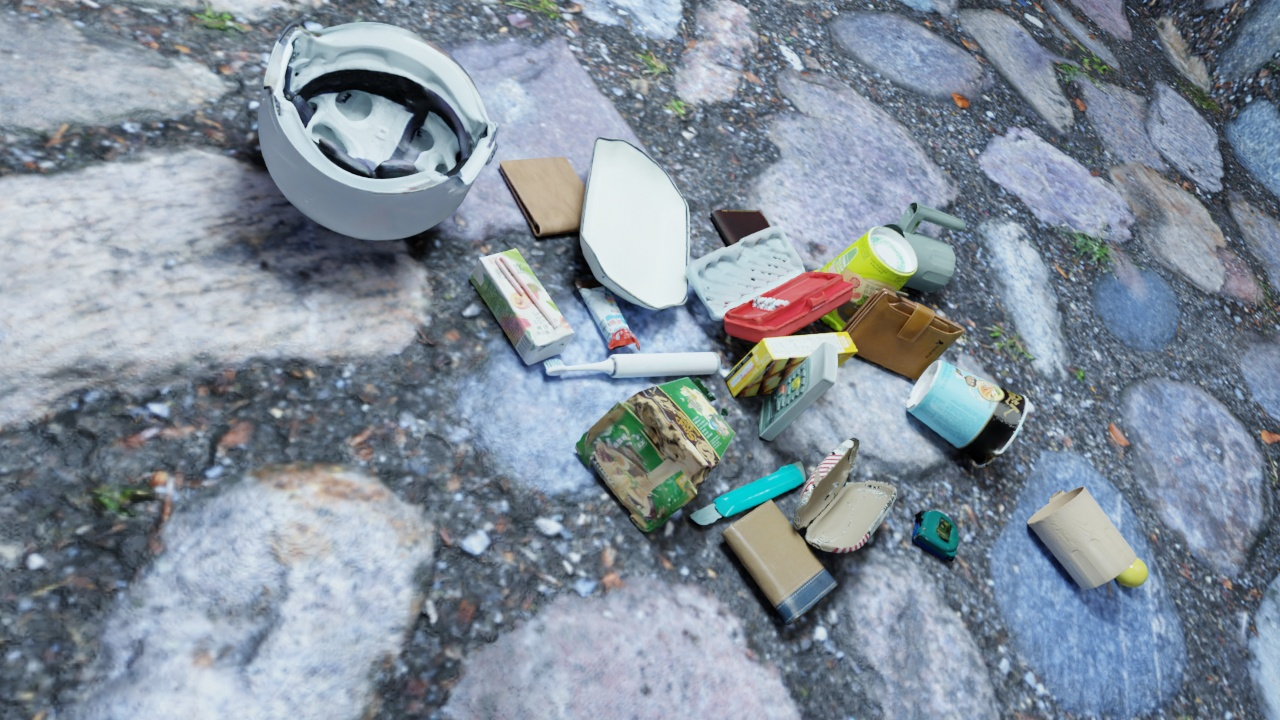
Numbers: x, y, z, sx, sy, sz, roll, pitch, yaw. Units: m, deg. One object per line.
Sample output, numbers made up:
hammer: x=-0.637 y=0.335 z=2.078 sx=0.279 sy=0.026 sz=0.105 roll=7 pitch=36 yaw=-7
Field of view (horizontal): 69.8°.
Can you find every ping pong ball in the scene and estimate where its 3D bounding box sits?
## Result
ping pong ball: x=0.645 y=0.278 z=1.206 sx=0.040 sy=0.040 sz=0.040 roll=17 pitch=50 yaw=-21

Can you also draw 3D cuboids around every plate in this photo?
plate: x=-0.010 y=-0.163 z=1.111 sx=0.162 sy=0.034 sz=0.265 roll=31 pitch=42 yaw=-28

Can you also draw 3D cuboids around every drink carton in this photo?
drink carton: x=-0.126 y=-0.060 z=0.974 sx=0.053 sy=0.046 sz=0.122 roll=-22 pitch=70 yaw=-39

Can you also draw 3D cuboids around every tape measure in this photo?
tape measure: x=0.352 y=0.205 z=1.090 sx=0.058 sy=0.025 sz=0.054 roll=33 pitch=47 yaw=-8

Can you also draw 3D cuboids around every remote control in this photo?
remote control: x=0.175 y=0.035 z=1.028 sx=0.019 sy=0.135 sz=0.056 roll=24 pitch=49 yaw=-13

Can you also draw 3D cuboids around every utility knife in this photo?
utility knife: x=0.121 y=0.145 z=0.998 sx=0.184 sy=0.013 sz=0.029 roll=-15 pitch=63 yaw=-40

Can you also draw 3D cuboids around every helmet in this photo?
helmet: x=-0.272 y=-0.218 z=0.932 sx=0.229 sy=0.146 sz=0.258 roll=20 pitch=41 yaw=-20

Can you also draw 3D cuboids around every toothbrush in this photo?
toothbrush: x=-0.006 y=0.006 z=1.014 sx=0.220 sy=0.027 sz=0.026 roll=-2 pitch=48 yaw=-32

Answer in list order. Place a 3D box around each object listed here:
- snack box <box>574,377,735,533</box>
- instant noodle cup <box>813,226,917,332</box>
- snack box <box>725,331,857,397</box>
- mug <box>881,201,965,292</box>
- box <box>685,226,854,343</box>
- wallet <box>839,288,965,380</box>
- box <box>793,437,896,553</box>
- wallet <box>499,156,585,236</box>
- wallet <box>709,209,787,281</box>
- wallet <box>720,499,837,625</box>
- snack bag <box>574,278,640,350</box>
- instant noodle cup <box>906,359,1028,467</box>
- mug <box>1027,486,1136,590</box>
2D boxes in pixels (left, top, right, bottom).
snack box: x=0.026 y=0.085 z=0.928 sx=0.118 sy=0.118 sz=0.105 roll=51 pitch=35 yaw=7
instant noodle cup: x=0.299 y=-0.112 z=1.224 sx=0.111 sy=0.124 sz=0.111 roll=16 pitch=51 yaw=-21
snack box: x=0.179 y=0.004 z=1.087 sx=0.140 sy=0.087 sz=0.033 roll=-7 pitch=62 yaw=-36
mug: x=0.402 y=-0.163 z=1.329 sx=0.103 sy=0.124 sz=0.083 roll=12 pitch=34 yaw=-28
box: x=0.161 y=-0.091 z=1.143 sx=0.158 sy=0.069 sz=0.200 roll=41 pitch=43 yaw=23
wallet: x=0.342 y=-0.039 z=1.200 sx=0.130 sy=0.119 sz=0.035 roll=23 pitch=42 yaw=-15
box: x=0.229 y=0.151 z=1.008 sx=0.086 sy=0.076 sz=0.161 roll=27 pitch=29 yaw=21
wallet: x=-0.106 y=-0.200 z=1.111 sx=0.101 sy=0.020 sz=0.115 roll=-13 pitch=63 yaw=-38
wallet: x=0.157 y=-0.155 z=1.241 sx=0.096 sy=0.020 sz=0.122 roll=-6 pitch=60 yaw=-39
wallet: x=0.144 y=0.208 z=0.953 sx=0.090 sy=0.033 sz=0.115 roll=-23 pitch=71 yaw=-44
snack bag: x=-0.037 y=-0.051 z=1.037 sx=0.045 sy=0.026 sz=0.105 roll=-13 pitch=63 yaw=-34
instant noodle cup: x=0.416 y=0.062 z=1.186 sx=0.120 sy=0.111 sz=0.111 roll=31 pitch=46 yaw=2
mug: x=0.568 y=0.225 z=1.182 sx=0.103 sy=0.084 sz=0.124 roll=55 pitch=21 yaw=12
